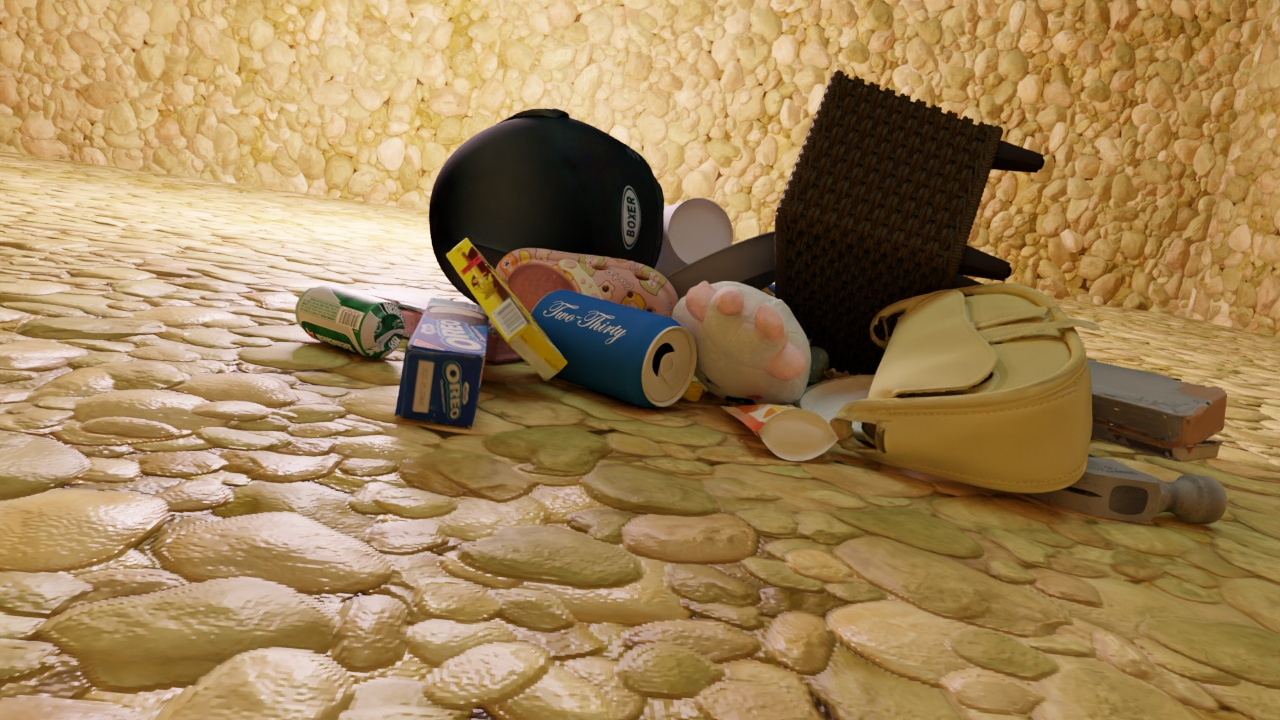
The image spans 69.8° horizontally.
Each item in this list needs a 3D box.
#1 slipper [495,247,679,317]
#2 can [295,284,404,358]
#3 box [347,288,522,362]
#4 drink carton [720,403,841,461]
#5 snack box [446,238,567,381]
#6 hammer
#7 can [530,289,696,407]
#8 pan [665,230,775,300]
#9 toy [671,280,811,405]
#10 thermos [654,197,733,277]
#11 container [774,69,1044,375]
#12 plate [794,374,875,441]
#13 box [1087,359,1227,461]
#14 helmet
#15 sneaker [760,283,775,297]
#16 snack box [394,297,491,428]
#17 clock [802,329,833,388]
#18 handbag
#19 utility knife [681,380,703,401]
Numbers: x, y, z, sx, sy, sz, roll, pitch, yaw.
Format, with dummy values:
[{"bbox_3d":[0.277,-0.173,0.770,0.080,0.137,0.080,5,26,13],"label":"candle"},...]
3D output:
[{"bbox_3d":[-0.055,-0.059,0.930,0.197,0.093,0.081,15,24,-4],"label":"slipper"},{"bbox_3d":[-0.259,-0.036,0.822,0.101,0.053,0.053,15,13,31],"label":"can"},{"bbox_3d":[-0.205,-0.042,0.938,0.233,0.037,0.098,15,14,31],"label":"box"},{"bbox_3d":[0.109,0.049,0.736,0.069,0.039,0.122,6,5,-8],"label":"drink carton"},{"bbox_3d":[-0.116,-0.045,0.782,0.149,0.025,0.061,49,-1,44],"label":"snack box"},{"bbox_3d":[0.332,0.068,0.794,0.139,0.035,0.312,5,11,-7],"label":"hammer"},{"bbox_3d":[-0.029,-0.011,0.801,0.146,0.079,0.078,17,14,38],"label":"can"},{"bbox_3d":[0.069,-0.077,1.105,0.200,0.051,0.357,-22,-6,-16],"label":"pan"},{"bbox_3d":[0.090,-0.020,0.791,0.139,0.101,0.179,39,-6,10],"label":"toy"},{"bbox_3d":[0.032,-0.139,1.152,0.131,0.131,0.222,4,-5,-20],"label":"thermos"},{"bbox_3d":[0.264,-0.108,0.950,0.205,0.176,0.321,18,-20,16],"label":"container"},{"bbox_3d":[0.216,0.042,0.809,0.157,0.014,0.156,-3,17,1],"label":"plate"},{"bbox_3d":[0.376,0.030,0.787,0.081,0.063,0.216,-13,19,-31],"label":"box"},{"bbox_3d":[-0.133,-0.165,1.089,0.235,0.249,0.317,-3,7,-27],"label":"helmet"},{"bbox_3d":[0.187,-0.065,1.216,0.242,0.116,0.090,16,41,17],"label":"sneaker"},{"bbox_3d":[-0.154,-0.005,0.737,0.059,0.059,0.226,10,10,-10],"label":"snack box"},{"bbox_3d":[0.126,-0.005,0.935,0.117,0.060,0.162,-1,15,-37],"label":"clock"},{"bbox_3d":[0.257,0.005,0.725,0.191,0.089,0.232,-2,26,26],"label":"handbag"},{"bbox_3d":[-0.005,0.005,0.892,0.028,0.020,0.213,22,1,-32],"label":"utility knife"}]
